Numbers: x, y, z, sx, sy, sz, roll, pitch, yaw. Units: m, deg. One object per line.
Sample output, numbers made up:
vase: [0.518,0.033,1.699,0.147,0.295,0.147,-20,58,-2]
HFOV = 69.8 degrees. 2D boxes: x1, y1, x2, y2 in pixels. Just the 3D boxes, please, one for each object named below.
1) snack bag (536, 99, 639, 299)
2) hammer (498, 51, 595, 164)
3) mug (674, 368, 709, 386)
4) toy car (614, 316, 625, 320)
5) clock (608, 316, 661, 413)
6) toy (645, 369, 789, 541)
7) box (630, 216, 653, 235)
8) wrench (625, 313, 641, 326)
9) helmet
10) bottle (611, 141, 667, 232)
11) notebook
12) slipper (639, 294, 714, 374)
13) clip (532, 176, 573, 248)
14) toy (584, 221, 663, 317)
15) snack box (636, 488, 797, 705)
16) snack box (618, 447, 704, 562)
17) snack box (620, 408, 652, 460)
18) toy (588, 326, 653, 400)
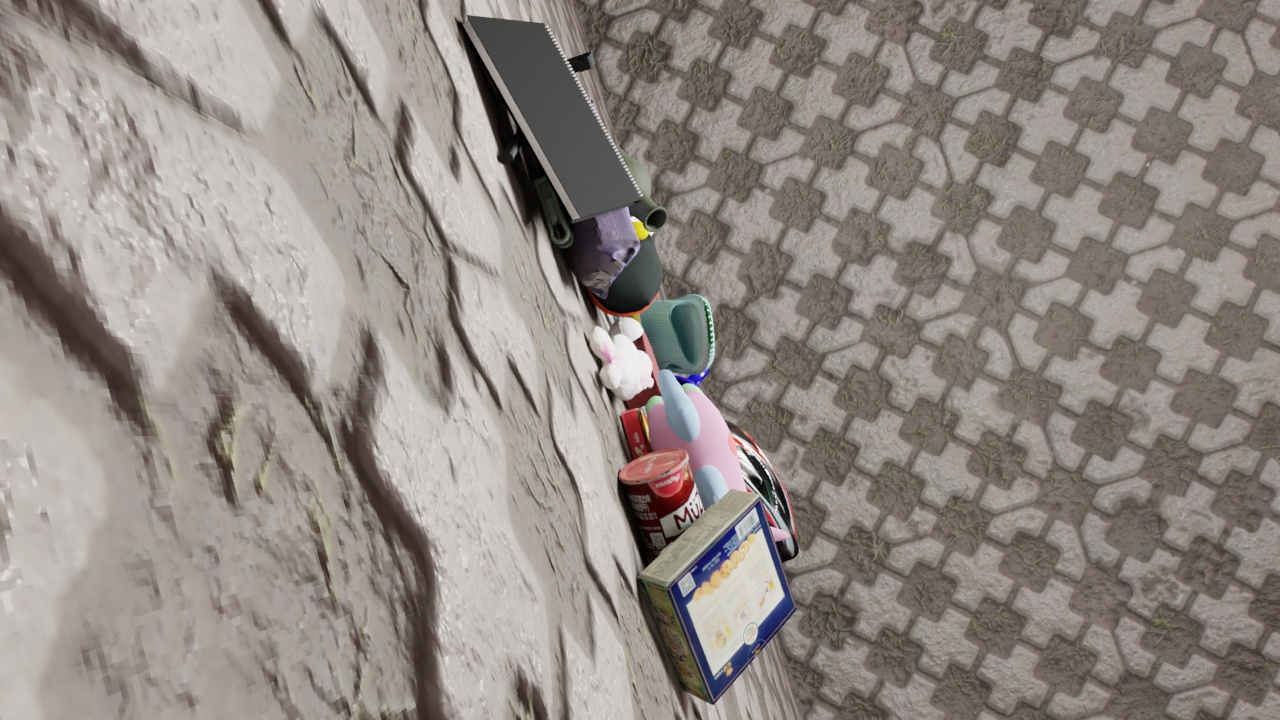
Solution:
snack bag: [-0.062,-0.176,0.997,0.097,0.058,0.205,-38,-112,64]
hammer: [-0.112,-0.260,0.946,0.324,0.095,0.015,-81,154,-58]
mug: [0.063,0.051,1.386,0.079,0.111,0.083,41,2,7]
toy car: [-0.028,-0.082,1.321,0.060,0.027,0.108,-98,169,-61]
clock: [-0.007,0.006,1.137,0.138,0.048,0.096,65,9,-51]
toy: [0.069,0.124,1.024,0.171,0.120,0.222,-115,-177,-60]
box: [-0.059,-0.202,1.204,0.130,0.102,0.110,33,-16,26]
wrench: [-0.010,-0.054,1.246,0.083,0.018,0.274,-105,-177,-46]
helmet: [0.105,0.183,1.242,0.272,0.167,0.217,58,5,-10]
bottle: [-0.037,-0.214,1.078,0.207,0.071,0.071,47,-12,39]
notebook: [-0.080,-0.237,0.892,0.206,0.016,0.148,61,28,-3]
slipper: [0.031,-0.033,1.334,0.277,0.069,0.116,179,-101,-69]
clip: [-0.091,-0.155,0.966,0.047,0.023,0.076,34,36,-79]
toy: [-0.025,-0.100,1.107,0.099,0.097,0.119,61,-18,0]
snack box: [0.078,0.222,0.873,0.043,0.144,0.145,6,-57,46]
snack box: [0.031,0.157,0.911,0.072,0.072,0.121,-84,155,-77]
snack box: [0.011,0.126,1.069,0.089,0.021,0.133,47,25,-76]
toy: [-0.022,0.007,1.022,0.125,0.037,0.076,22,53,-65]
